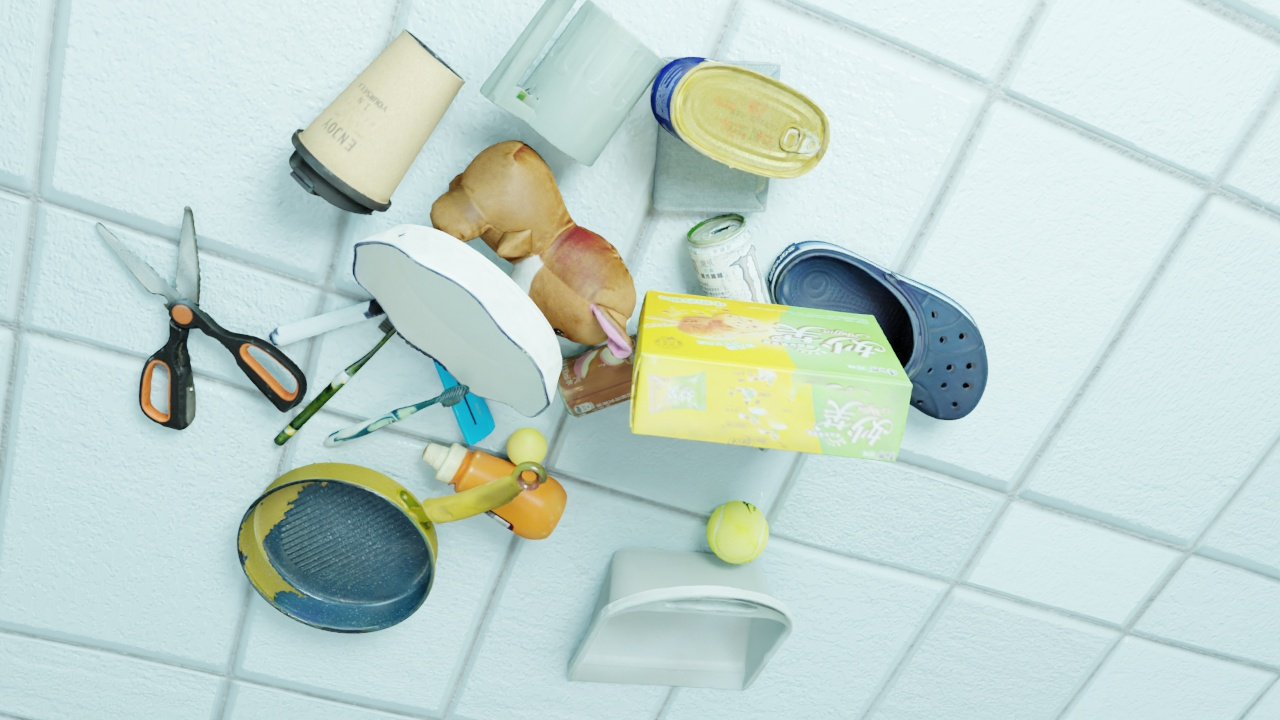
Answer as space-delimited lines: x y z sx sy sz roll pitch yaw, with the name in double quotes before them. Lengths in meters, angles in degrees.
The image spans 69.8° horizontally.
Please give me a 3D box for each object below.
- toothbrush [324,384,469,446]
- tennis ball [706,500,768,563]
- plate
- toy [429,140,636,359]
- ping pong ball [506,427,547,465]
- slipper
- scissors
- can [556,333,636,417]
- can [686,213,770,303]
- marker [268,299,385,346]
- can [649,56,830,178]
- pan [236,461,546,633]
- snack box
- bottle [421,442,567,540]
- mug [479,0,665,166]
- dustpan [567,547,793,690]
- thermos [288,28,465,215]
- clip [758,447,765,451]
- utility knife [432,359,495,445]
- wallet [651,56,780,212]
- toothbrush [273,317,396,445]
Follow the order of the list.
"toothbrush" -0.233 0.056 0.862 0.192 0.018 0.016 -20 125 28
"tennis ball" 0.102 0.180 0.962 0.065 0.065 0.065 -2 117 -4
"plate" -0.147 -0.035 0.760 0.205 0.205 0.045 48 66 -24
"toy" -0.082 -0.082 0.769 0.199 0.140 0.131 40 109 -15
"ping pong ball" -0.112 0.086 0.909 0.040 0.040 0.040 -2 117 -4
"slipper" 0.234 -0.027 0.857 0.252 0.095 0.105 32 112 -15
"scissors" -0.400 -0.025 0.833 0.232 0.021 0.221 30 114 -11
"can" -0.005 0.005 0.868 0.147 0.057 0.058 -19 117 5
"can" 0.089 -0.057 0.845 0.058 0.058 0.147 -18 117 4
"marker" -0.277 -0.038 0.842 0.131 0.022 0.018 -17 91 2
"can" 0.080 -0.194 0.735 0.148 0.049 0.075 11 111 -28
"pan" -0.237 0.164 0.896 0.358 0.078 0.198 -28 114 16
"snack box" 0.099 0.007 0.753 0.210 0.157 0.070 6 113 0
"bottle" -0.149 0.123 0.916 0.149 0.066 0.067 29 111 -10
"mug" -0.052 -0.225 0.720 0.103 0.083 0.123 -50 148 15
"dustpan" 0.046 0.302 0.979 0.222 0.142 0.258 6 115 -8
"thermos" -0.209 -0.189 0.737 0.093 0.093 0.143 39 101 -21
"clip" 0.131 0.067 0.932 0.036 0.025 0.058 -5 121 -11
"utility knife" -0.188 -0.017 0.863 0.034 0.018 0.223 -17 116 2
"wallet" 0.067 -0.190 0.788 0.106 0.037 0.130 1 117 -5
"toothbrush" -0.291 0.019 0.875 0.186 0.012 0.017 -42 107 15
